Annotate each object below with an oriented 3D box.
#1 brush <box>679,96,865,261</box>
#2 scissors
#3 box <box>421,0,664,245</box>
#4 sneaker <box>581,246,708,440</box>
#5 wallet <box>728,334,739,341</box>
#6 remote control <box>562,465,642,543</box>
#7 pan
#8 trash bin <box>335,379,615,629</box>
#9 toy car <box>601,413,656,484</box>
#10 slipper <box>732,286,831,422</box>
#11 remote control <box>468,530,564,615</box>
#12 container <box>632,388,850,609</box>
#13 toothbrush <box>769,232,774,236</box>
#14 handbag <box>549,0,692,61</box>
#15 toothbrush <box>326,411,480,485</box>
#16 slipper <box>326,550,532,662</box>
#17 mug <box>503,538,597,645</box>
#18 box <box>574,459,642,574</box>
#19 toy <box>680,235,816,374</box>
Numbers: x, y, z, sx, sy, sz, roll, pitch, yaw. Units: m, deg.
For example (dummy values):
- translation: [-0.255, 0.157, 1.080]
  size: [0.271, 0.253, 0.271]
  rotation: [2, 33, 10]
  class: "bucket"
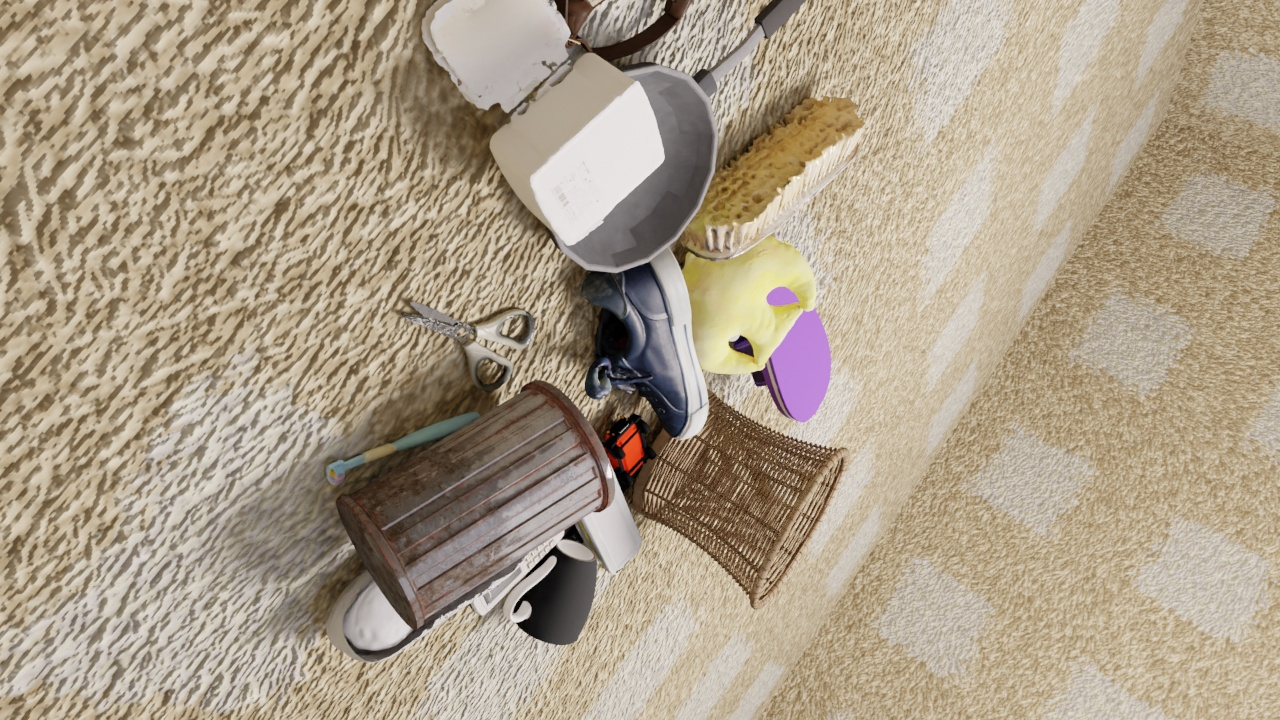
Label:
- translation: [0.143, -0.195, 0.973]
  size: [0.270, 0.083, 0.057]
  rotation: [-41, 148, -28]
  class: "brush"
- translation: [-0.137, -0.030, 0.766]
  size: [0.131, 0.012, 0.170]
  rotation: [-46, 149, -25]
  class: "scissors"
- translation: [-0.059, -0.172, 0.627]
  size: [0.110, 0.083, 0.190]
  rotation: [-44, 136, -8]
  class: "box"
- translation: [-0.006, 0.006, 0.943]
  size: [0.127, 0.120, 0.295]
  rotation: [-27, 143, -8]
  class: "sneaker"
- translation: [0.092, -0.073, 1.040]
  size: [0.086, 0.032, 0.116]
  rotation: [0, 125, -20]
  class: "wallet"
- translation: [-0.044, 0.168, 1.112]
  size: [0.151, 0.020, 0.041]
  rotation: [-52, 152, -9]
  class: "remote control"
- translation: [0.046, -0.227, 0.776]
  size: [0.357, 0.041, 0.178]
  rotation: [-47, 141, -6]
  class: "pan"
- translation: [-0.129, 0.114, 0.774]
  size: [0.210, 0.131, 0.131]
  rotation: [-31, 143, -27]
  class: "trash bin"
- translation: [-0.018, 0.099, 1.051]
  size: [0.051, 0.049, 0.100]
  rotation: [-45, 150, -21]
  class: "toy car"
- translation: [0.161, -0.043, 1.175]
  size: [0.107, 0.084, 0.267]
  rotation: [-47, 130, -23]
  class: "slipper"
- translation: [-0.137, 0.215, 1.002]
  size: [0.138, 0.025, 0.060]
  rotation: [-43, 149, -27]
  class: "remote control"
- translation: [0.124, 0.165, 1.168]
  size: [0.226, 0.196, 0.227]
  rotation: [-47, 155, -30]
  class: "container"
- translation: [0.147, -0.148, 1.058]
  size: [0.016, 0.016, 0.167]
  rotation: [2, 103, -43]
  class: "toothbrush"
- translation: [-0.004, -0.285, 0.674]
  size: [0.166, 0.063, 0.139]
  rotation: [-34, 155, -44]
  class: "handbag"
- translation: [-0.194, 0.069, 0.770]
  size: [0.154, 0.016, 0.022]
  rotation: [-22, 129, -48]
  class: "toothbrush"
- translation: [-0.182, 0.192, 0.858]
  size: [0.246, 0.075, 0.112]
  rotation: [-35, 114, -40]
  class: "slipper"
- translation: [-0.103, 0.261, 1.049]
  size: [0.118, 0.085, 0.100]
  rotation: [9, 106, -51]
  class: "mug"
- translation: [-0.046, 0.179, 1.073]
  size: [0.064, 0.033, 0.210]
  rotation: [-42, 141, -21]
  class: "box"
- translation: [0.102, -0.066, 0.991]
  size: [0.171, 0.155, 0.064]
  rotation: [-51, -161, 18]
  class: "toy"
